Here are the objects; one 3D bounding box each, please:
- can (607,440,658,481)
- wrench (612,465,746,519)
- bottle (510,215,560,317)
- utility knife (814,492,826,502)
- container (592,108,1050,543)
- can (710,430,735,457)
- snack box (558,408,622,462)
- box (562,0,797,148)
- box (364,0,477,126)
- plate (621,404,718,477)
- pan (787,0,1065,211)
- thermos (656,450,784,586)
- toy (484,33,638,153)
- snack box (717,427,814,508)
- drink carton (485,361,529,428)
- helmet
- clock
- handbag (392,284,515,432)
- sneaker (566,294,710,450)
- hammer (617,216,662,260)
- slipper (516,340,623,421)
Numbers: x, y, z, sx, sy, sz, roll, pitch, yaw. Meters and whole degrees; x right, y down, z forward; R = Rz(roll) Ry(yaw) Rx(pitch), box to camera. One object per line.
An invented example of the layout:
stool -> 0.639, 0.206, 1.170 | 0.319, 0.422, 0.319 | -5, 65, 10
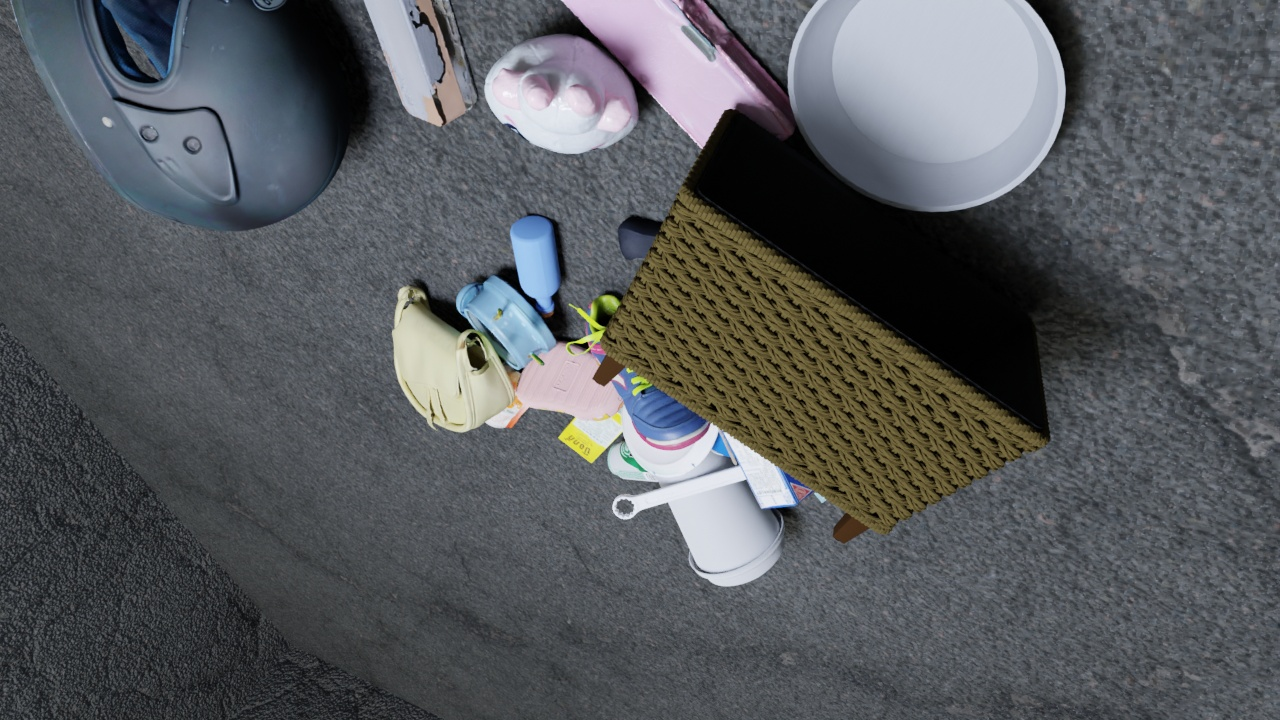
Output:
can -> 0.008, 0.133, 1.219 | 0.101, 0.053, 0.053 | -1, 131, 39
wrench -> 0.096, 0.137, 1.068 | 0.274, 0.009, 0.047 | -18, 104, 11
bottle -> -0.117, -0.102, 1.056 | 0.048, 0.047, 0.131 | 20, 142, 21
utility knife -> 0.241, 0.113, 1.039 | 0.029, 0.020, 0.214 | 32, 145, 8
container -> 0.134, -0.012, 0.763 | 0.321, 0.176, 0.206 | 33, 128, -6
can -> 0.134, 0.057, 1.008 | 0.079, 0.078, 0.146 | 46, 143, -15
snack box -> -0.059, 0.088, 1.244 | 0.061, 0.025, 0.149 | 38, 144, -3
box -> 0.029, -0.259, 0.769 | 0.233, 0.037, 0.098 | 45, 142, -14
box -> -0.224, -0.332, 0.878 | 0.081, 0.062, 0.217 | 25, 144, 33
plate -> 0.030, 0.055, 1.051 | 0.014, 0.157, 0.157 | 9, 167, -44
pan -> 0.176, -0.258, 0.638 | 0.201, 0.050, 0.357 | 1, 132, 38
thermos -> 0.083, 0.160, 1.140 | 0.132, 0.131, 0.222 | -10, 118, 45
toy -> -0.066, -0.227, 0.787 | 0.139, 0.179, 0.101 | 13, 108, -8
snack box -> 0.106, 0.036, 0.915 | 0.060, 0.059, 0.226 | -19, 98, 53
drink carton -> -0.188, 0.049, 1.304 | 0.069, 0.038, 0.122 | 39, 138, -7
helmet -> -0.433, -0.290, 0.939 | 0.236, 0.248, 0.317 | -9, 128, 9
clock -> -0.168, -0.047, 1.133 | 0.118, 0.060, 0.162 | 53, 164, -24
handbag -> -0.257, 0.010, 1.209 | 0.233, 0.088, 0.191 | 30, 144, 45
sneaker -> -0.005, 0.006, 0.976 | 0.241, 0.116, 0.091 | -129, 21, -52
hammer -> 0.118, -0.088, 0.897 | 0.313, 0.035, 0.139 | 15, 138, 26
slipper -> -0.071, 0.033, 1.140 | 0.198, 0.093, 0.081 | 9, 162, 48
